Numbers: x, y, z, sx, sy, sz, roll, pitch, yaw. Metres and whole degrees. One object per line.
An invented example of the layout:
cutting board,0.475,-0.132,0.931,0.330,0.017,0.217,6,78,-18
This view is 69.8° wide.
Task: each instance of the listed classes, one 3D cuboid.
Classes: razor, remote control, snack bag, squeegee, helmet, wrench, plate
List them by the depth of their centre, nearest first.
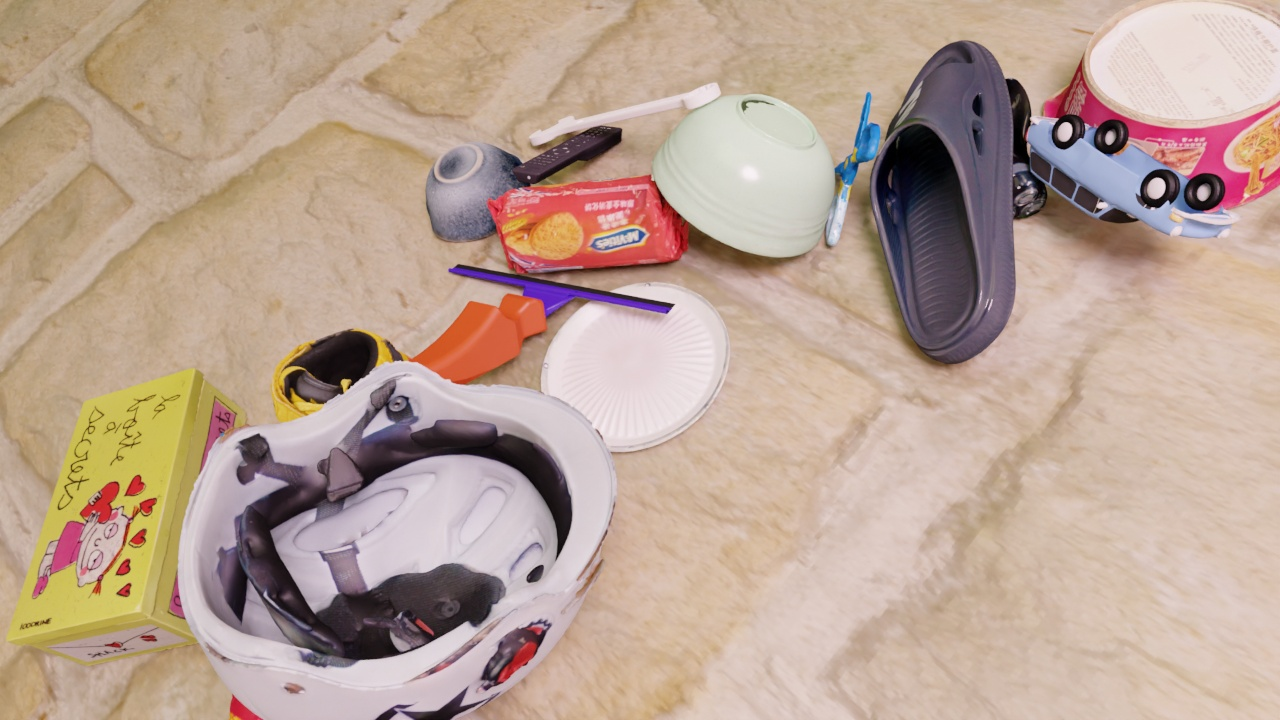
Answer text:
helmet,-0.144,0.134,0.599,0.263,0.164,0.236,-21,47,-24
razor,0.289,-0.165,0.719,0.063,0.053,0.140,25,56,-9
squeegee,-0.126,-0.018,0.730,0.250,0.055,0.184,13,31,35
plate,-0.004,0.004,0.730,0.157,0.014,0.156,-10,55,14
snack bag,-0.041,-0.115,0.785,0.177,0.082,0.082,-2,57,19
wrench,-0.022,-0.216,0.810,0.047,0.009,0.274,-38,25,-26
remote control,-0.064,-0.189,0.840,0.032,0.015,0.136,15,36,28

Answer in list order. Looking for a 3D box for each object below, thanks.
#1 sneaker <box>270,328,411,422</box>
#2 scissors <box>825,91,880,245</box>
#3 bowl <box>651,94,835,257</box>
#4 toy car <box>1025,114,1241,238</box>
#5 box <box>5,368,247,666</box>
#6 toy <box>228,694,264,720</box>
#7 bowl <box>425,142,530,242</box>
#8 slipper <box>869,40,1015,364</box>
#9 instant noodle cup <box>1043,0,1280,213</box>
sneaker,-0.244,0.082,0.697,0.086,0.122,0.238,12,62,28
scissors,0.167,-0.151,0.726,0.014,0.125,0.130,17,99,-2
bowl,0.091,-0.157,0.719,0.151,0.077,0.150,15,42,-14
toy car,0.324,-0.121,0.619,0.056,0.055,0.153,-2,38,-24
box,-0.412,0.124,0.756,0.124,0.082,0.220,-13,56,12
toy,-0.259,0.240,0.638,0.106,0.067,0.137,17,56,38
bowl,-0.164,-0.170,0.878,0.110,0.055,0.110,-9,56,13
slipper,0.207,-0.127,0.675,0.083,0.111,0.267,16,61,-21
instant noodle cup,0.401,-0.199,0.680,0.179,0.078,0.178,-9,56,14
